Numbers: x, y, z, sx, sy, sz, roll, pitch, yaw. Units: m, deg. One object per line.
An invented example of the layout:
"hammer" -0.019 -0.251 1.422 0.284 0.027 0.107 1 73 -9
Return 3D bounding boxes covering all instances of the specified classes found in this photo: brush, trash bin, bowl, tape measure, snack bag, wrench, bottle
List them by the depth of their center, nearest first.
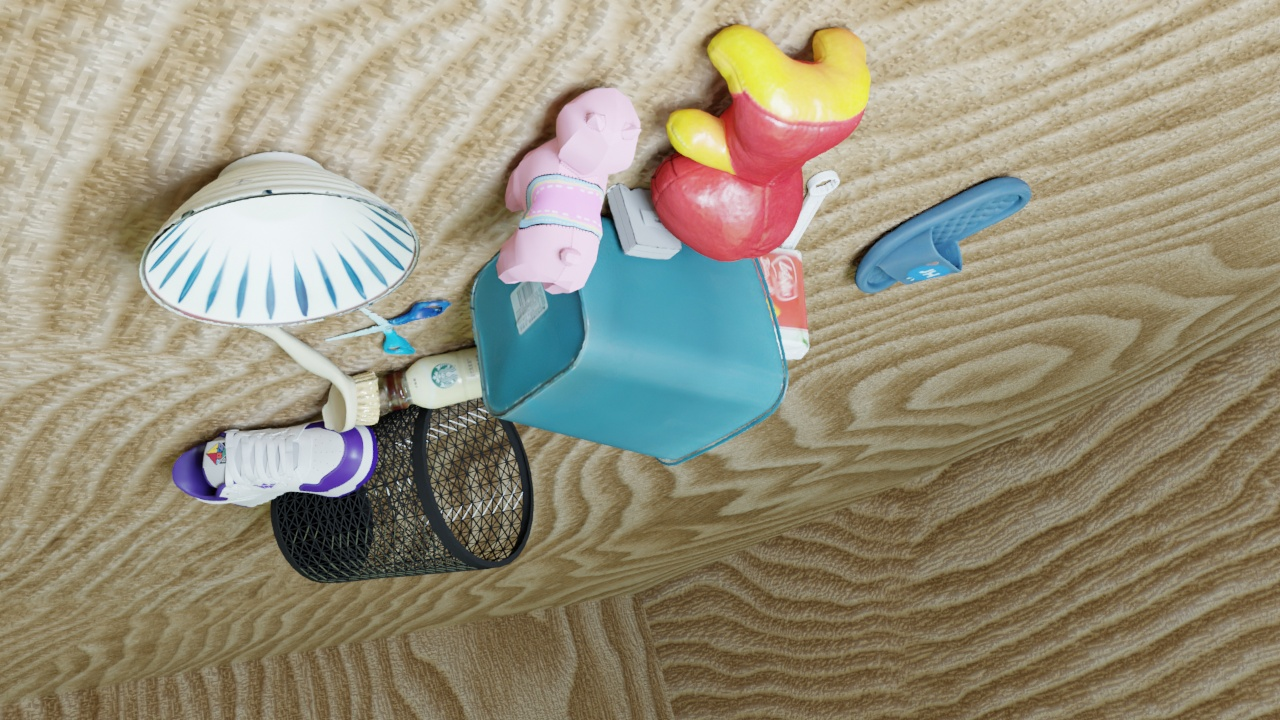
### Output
"bowl" -0.247 -0.093 0.628 0.177 0.070 0.177 -15 160 -6
"tape measure" 0.006 -0.117 0.778 0.062 0.060 0.020 3 152 -42
"trash bin" -0.019 -0.024 0.843 0.218 0.196 0.200 11 146 -41
"brush" -0.312 0.003 0.869 0.077 0.062 0.272 -31 157 -8
"snack bag" 0.128 -0.061 0.930 0.077 0.115 0.036 6 155 -12
"wrench" 0.154 -0.118 0.968 0.047 0.009 0.274 -12 160 -13
"bottle" -0.191 0.016 0.982 0.162 0.056 0.057 -13 160 -10
"trash bin" -0.289 0.162 1.096 0.244 0.216 0.216 -17 161 21

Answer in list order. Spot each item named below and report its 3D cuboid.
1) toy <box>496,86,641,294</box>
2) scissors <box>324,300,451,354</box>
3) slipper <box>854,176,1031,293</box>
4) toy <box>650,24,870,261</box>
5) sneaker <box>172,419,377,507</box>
"toy" -0.051 -0.119 0.664 0.067 0.123 0.158 11 159 -25
"scissors" -0.238 -0.034 0.881 0.133 0.014 0.127 -16 156 11
"slipper" 0.328 -0.129 1.010 0.103 0.059 0.214 8 147 -45
"toy" 0.084 -0.154 0.702 0.147 0.098 0.217 -1 151 -19
"sneaker" -0.405 0.107 0.996 0.245 0.091 0.111 -14 161 26
